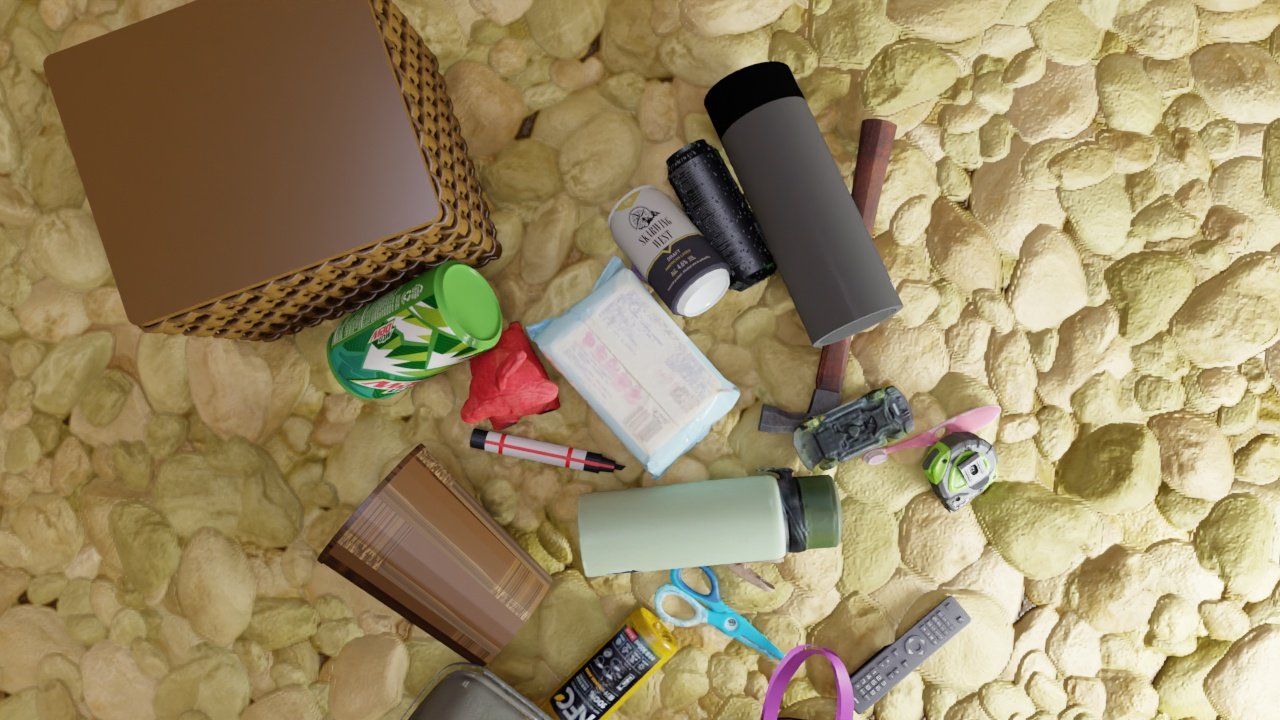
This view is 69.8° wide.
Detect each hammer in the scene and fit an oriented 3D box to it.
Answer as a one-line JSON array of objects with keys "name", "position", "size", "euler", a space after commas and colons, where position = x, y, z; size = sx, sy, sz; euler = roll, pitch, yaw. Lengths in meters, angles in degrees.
[{"name": "hammer", "position": [0.192, -0.072, 0.842], "size": [0.111, 0.028, 0.300], "euler": [11, 90, 3]}]

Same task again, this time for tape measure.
[{"name": "tape measure", "position": [0.290, 0.097, 0.825], "size": [0.065, 0.036, 0.058], "euler": [-38, 107, 2]}]

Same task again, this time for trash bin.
[{"name": "trash bin", "position": [-0.163, 0.406, 0.725], "size": [0.197, 0.219, 0.198], "euler": [38, 118, 3]}]

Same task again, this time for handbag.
[{"name": "handbag", "position": [0.144, 0.341, 0.822], "size": [0.144, 0.068, 0.170], "euler": [10, 88, 4]}]

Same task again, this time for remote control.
[{"name": "remote control", "position": [0.241, 0.269, 0.843], "size": [0.136, 0.015, 0.032], "euler": [-41, 88, 2]}]

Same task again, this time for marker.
[{"name": "marker", "position": [-0.086, 0.087, 0.857], "size": [0.145, 0.019, 0.019], "euler": [11, 90, 3]}]

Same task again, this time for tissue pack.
[{"name": "tissue pack", "position": [-0.005, 0.005, 0.830], "size": [0.112, 0.070, 0.182], "euler": [-42, 86, 1]}]

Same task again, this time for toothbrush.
[{"name": "toothbrush", "position": [0.268, 0.069, 0.843], "size": [0.135, 0.016, 0.021], "euler": [-21, 103, 2]}]

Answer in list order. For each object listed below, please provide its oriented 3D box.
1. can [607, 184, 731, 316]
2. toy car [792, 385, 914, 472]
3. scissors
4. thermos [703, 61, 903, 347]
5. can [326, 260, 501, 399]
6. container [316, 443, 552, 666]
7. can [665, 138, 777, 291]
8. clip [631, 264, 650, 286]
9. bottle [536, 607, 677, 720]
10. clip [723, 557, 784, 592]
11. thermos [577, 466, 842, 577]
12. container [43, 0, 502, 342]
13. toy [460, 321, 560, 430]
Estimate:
[{"name": "can", "position": [0.022, -0.102, 0.819], "size": [0.064, 0.064, 0.127], "euler": [-38, 68, 1]}, {"name": "toy car", "position": [0.186, 0.059, 0.810], "size": [0.105, 0.033, 0.048], "euler": [-25, 93, 8]}, {"name": "scissors", "position": [0.078, 0.240, 0.852], "size": [0.135, 0.015, 0.066], "euler": [34, 89, 5]}, {"name": "thermos", "position": [0.139, -0.138, 0.799], "size": [0.082, 0.082, 0.240], "euler": [-23, 79, 2]}, {"name": "can", "position": [-0.200, -0.023, 0.809], "size": [0.144, 0.082, 0.083], "euler": [-23, 88, 27]}, {"name": "container", "position": [-0.174, 0.177, 0.812], "size": [0.167, 0.132, 0.132], "euler": [41, 91, -4]}, {"name": "can", "position": [0.074, -0.130, 0.834], "size": [0.054, 0.054, 0.137], "euler": [-29, 88, 2]}, {"name": "clip", "position": [0.015, -0.071, 0.858], "size": [0.052, 0.041, 0.014], "euler": [38, 89, 35]}, {"name": "bottle", "position": [-0.049, 0.307, 0.836], "size": [0.186, 0.053, 0.053], "euler": [-44, 88, 1]}, {"name": "clip", "position": [0.102, 0.195, 0.847], "size": [0.060, 0.024, 0.039], "euler": [1, 87, 12]}, {"name": "thermos", "position": [0.062, 0.142, 0.822], "size": [0.231, 0.082, 0.082], "euler": [-6, 89, 3]}, {"name": "container", "position": [-0.286, -0.160, 0.770], "size": [0.251, 0.214, 0.219], "euler": [-19, 89, 2]}, {"name": "toy", "position": [-0.125, 0.006, 0.810], "size": [0.088, 0.133, 0.094], "euler": [-17, 79, -8]}]
